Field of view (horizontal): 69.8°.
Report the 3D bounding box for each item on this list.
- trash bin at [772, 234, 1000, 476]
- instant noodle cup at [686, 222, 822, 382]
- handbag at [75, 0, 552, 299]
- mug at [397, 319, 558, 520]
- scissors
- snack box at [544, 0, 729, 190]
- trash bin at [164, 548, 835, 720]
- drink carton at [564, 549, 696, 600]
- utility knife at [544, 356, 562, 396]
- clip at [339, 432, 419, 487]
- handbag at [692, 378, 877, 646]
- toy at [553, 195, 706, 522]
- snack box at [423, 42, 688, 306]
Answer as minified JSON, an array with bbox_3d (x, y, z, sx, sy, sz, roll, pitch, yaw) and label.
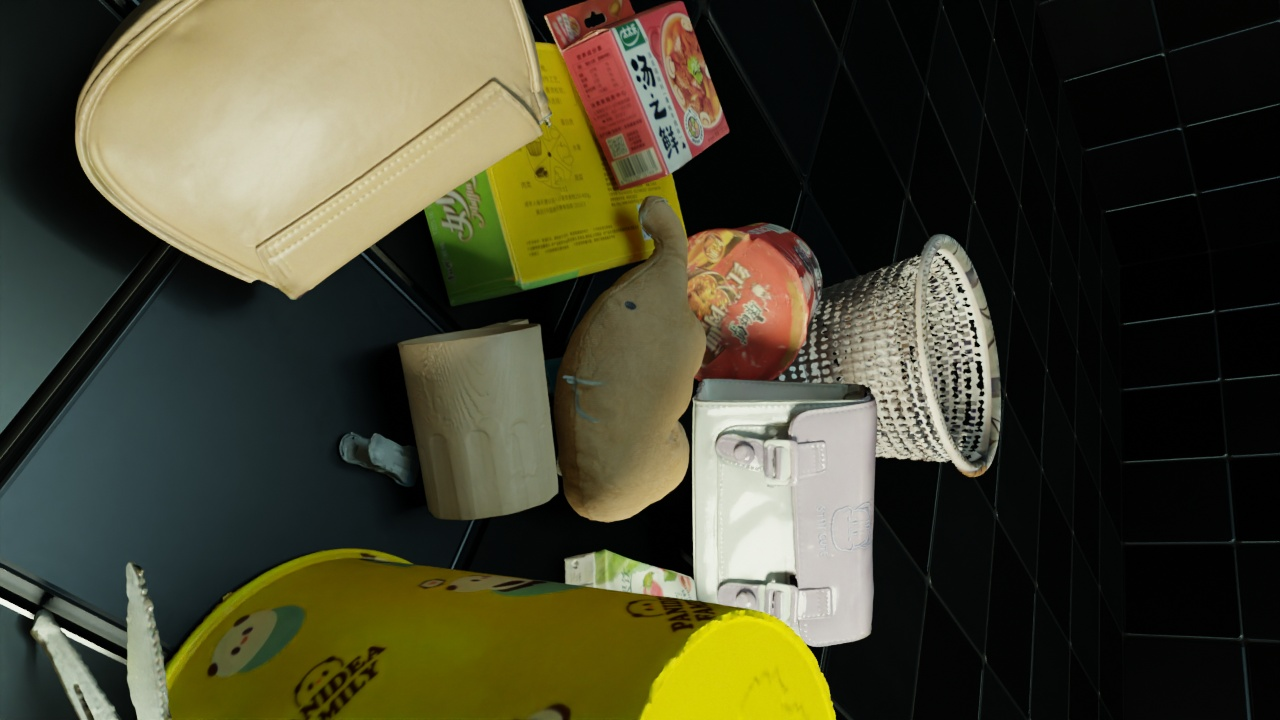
[{"bbox_3d":[0.226,0.006,0.904,0.227,0.193,0.227,16,69,-51],"label":"trash bin"},{"bbox_3d":[0.093,-0.056,0.795,0.108,0.138,0.138,-36,112,-58],"label":"instant noodle cup"},{"bbox_3d":[-0.149,-0.130,0.436,0.148,0.204,0.099,56,1,-36],"label":"handbag"},{"bbox_3d":[-0.091,0.031,0.567,0.124,0.084,0.103,-33,117,-76],"label":"mug"},{"bbox_3d":[-0.185,0.192,0.355,0.015,0.189,0.227,-9,112,-61],"label":"scissors"},{"bbox_3d":[0.003,-0.200,0.649,0.113,0.044,0.127,-46,118,-49],"label":"snack box"},{"bbox_3d":[-0.061,0.202,0.415,0.229,0.256,0.229,15,72,-52],"label":"trash bin"},{"bbox_3d":[-0.007,0.178,0.674,0.122,0.046,0.053,31,49,-49],"label":"drink carton"},{"bbox_3d":[-0.032,0.007,0.677,0.186,0.018,0.034,-9,94,-41],"label":"utility knife"},{"bbox_3d":[-0.146,0.056,0.532,0.056,0.026,0.024,40,53,-55],"label":"clip"},{"bbox_3d":[0.114,0.119,0.731,0.098,0.145,0.197,-66,155,-77],"label":"handbag"},{"bbox_3d":[-0.004,0.004,0.632,0.143,0.082,0.226,-25,127,-59],"label":"toy"},{"bbox_3d":[-0.061,-0.136,0.645,0.209,0.070,0.158,-23,102,-53],"label":"snack box"}]
